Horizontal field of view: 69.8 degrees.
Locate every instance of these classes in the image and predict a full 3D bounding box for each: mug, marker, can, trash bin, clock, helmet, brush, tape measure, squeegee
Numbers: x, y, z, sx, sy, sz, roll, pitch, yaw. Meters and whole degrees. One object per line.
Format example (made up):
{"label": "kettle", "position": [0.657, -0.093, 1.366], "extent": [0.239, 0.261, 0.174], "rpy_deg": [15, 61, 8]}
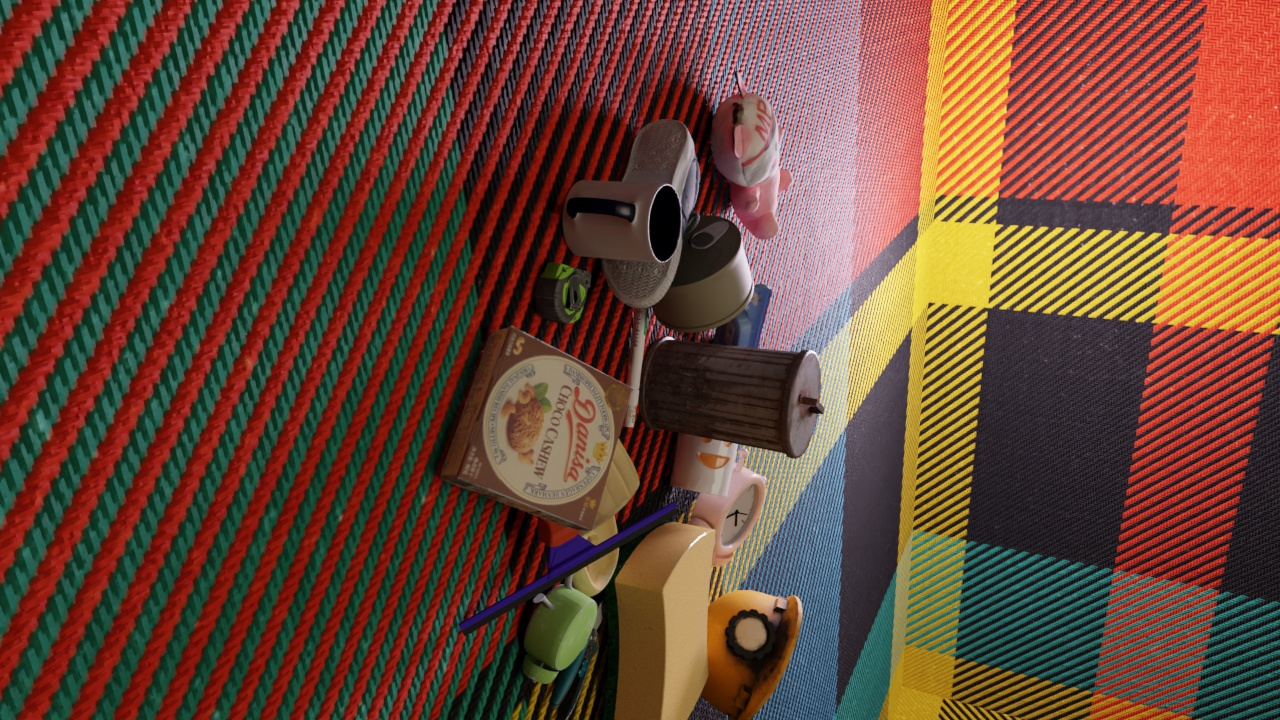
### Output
{"label": "mug", "position": [0.088, 0.125, 1.241], "extent": [0.082, 0.082, 0.105], "rpy_deg": [22, 78, -63]}
{"label": "marker", "position": [-0.006, 0.006, 1.089], "extent": [0.017, 0.017, 0.145], "rpy_deg": [2, 95, -64]}
{"label": "can", "position": [0.064, -0.101, 1.068], "extent": [0.127, 0.128, 0.073], "rpy_deg": [-62, 143, -35]}
{"label": "trash bin", "position": [0.119, 0.042, 1.131], "extent": [0.130, 0.211, 0.131], "rpy_deg": [-28, 121, -59]}
{"label": "clock", "position": [-0.085, 0.286, 0.966], "extent": [0.094, 0.042, 0.119], "rpy_deg": [-32, 140, -53]}
{"label": "helmet", "position": [0.135, 0.418, 1.346], "extent": [0.256, 0.131, 0.204], "rpy_deg": [98, 17, -65]}
{"label": "clock", "position": [0.120, 0.217, 1.356], "extent": [0.160, 0.086, 0.131], "rpy_deg": [-63, 149, -16]}
{"label": "brush", "position": [0.025, 0.343, 1.165], "extent": [0.194, 0.075, 0.250], "rpy_deg": [-26, 120, -65]}
{"label": "tape measure", "position": [-0.075, -0.066, 0.908], "extent": [0.065, 0.036, 0.058], "rpy_deg": [1, 97, -64]}
{"label": "squeegee", "position": [-0.094, 0.121, 0.886], "extent": [0.249, 0.055, 0.185], "rpy_deg": [-25, 110, -26]}
{"label": "mug", "position": [-0.025, -0.143, 0.916], "extent": [0.111, 0.097, 0.078], "rpy_deg": [10, 88, -64]}

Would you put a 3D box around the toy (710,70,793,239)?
{"label": "toy", "position": [0.150, -0.274, 1.254], "extent": [0.213, 0.084, 0.141], "rpy_deg": [60, 42, -54]}

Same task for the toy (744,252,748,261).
{"label": "toy", "position": [0.088, -0.127, 1.191], "extent": [0.112, 0.071, 0.176], "rpy_deg": [-60, 149, -17]}

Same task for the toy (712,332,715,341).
{"label": "toy", "position": [0.125, -0.064, 1.310], "extent": [0.084, 0.046, 0.103], "rpy_deg": [-44, 141, -71]}

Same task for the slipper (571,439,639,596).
{"label": "slipper", "position": [-0.048, 0.151, 0.982], "extent": [0.111, 0.079, 0.262], "rpy_deg": [-44, 136, -47]}

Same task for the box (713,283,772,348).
{"label": "box", "position": [0.140, -0.016, 1.245], "extent": [0.078, 0.072, 0.211], "rpy_deg": [-18, 146, -17]}

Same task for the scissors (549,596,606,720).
{"label": "scissors", "position": [-0.068, 0.348, 1.061], "extent": [0.131, 0.019, 0.149], "rpy_deg": [-5, 100, -66]}

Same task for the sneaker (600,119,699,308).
{"label": "sneaker", "position": [0.019, -0.157, 1.023], "extent": [0.087, 0.089, 0.235], "rpy_deg": [54, 45, -61]}

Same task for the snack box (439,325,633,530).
{"label": "snack box", "position": [-0.090, 0.064, 0.834], "extent": [0.147, 0.041, 0.143], "rpy_deg": [28, 68, -30]}
